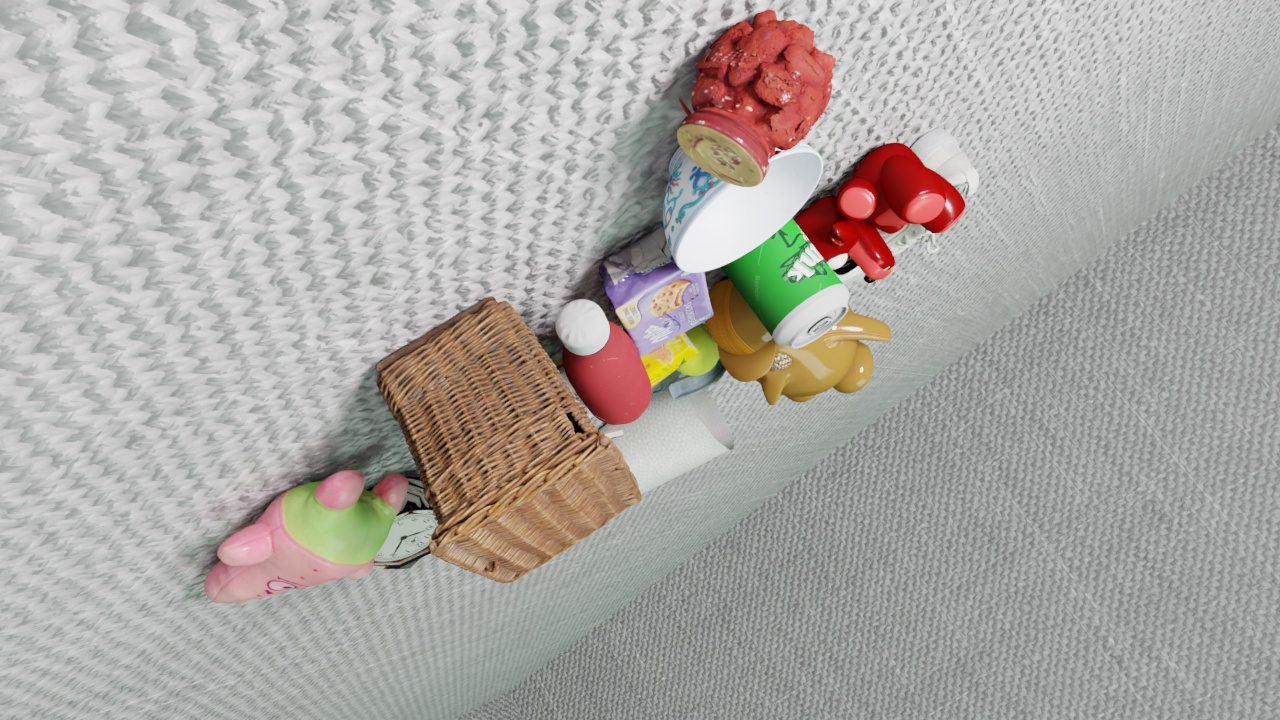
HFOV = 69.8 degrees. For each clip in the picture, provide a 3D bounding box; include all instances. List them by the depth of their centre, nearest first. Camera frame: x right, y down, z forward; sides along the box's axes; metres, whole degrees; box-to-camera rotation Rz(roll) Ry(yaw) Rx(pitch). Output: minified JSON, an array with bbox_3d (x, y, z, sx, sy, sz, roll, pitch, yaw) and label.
[{"bbox_3d":[0.100,0.003,1.160,0.166,0.028,0.127,-31,-156,-21],"label":"clip"}]

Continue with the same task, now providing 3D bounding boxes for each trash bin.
[{"bbox_3d":[0.025,0.106,1.259,0.161,0.133,0.133,-34,163,16],"label":"trash bin"}]

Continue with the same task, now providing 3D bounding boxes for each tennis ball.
[{"bbox_3d":[0.064,-0.014,1.106,0.065,0.065,0.065,-30,162,-11],"label":"tennis ball"}]

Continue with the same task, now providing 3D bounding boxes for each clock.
[{"bbox_3d":[-0.265,0.183,1.040,0.115,0.065,0.154,-36,147,6],"label":"clock"}]

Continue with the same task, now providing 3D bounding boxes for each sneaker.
[{"bbox_3d":[0.322,-0.166,1.119,0.089,0.090,0.243,-24,160,-30],"label":"sneaker"}]

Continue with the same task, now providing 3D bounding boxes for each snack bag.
[{"bbox_3d":[0.016,-0.066,0.908,0.096,0.058,0.205,-30,164,-1],"label":"snack bag"}]

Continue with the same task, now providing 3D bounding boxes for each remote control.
[{"bbox_3d":[0.222,-0.096,1.141,0.143,0.024,0.049,-14,179,9],"label":"remote control"}]

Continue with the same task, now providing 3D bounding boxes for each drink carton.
[{"bbox_3d":[-0.006,0.006,1.049,0.135,0.058,0.043,-37,160,11],"label":"drink carton"}]

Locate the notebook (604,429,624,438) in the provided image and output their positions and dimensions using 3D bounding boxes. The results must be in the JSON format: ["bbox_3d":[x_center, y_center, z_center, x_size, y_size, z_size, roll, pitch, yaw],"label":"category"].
[{"bbox_3d":[-0.136,0.117,1.111,0.142,0.008,0.208,-20,173,36],"label":"notebook"}]

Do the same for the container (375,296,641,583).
[{"bbox_3d":[-0.119,0.074,0.825,0.162,0.183,0.250,-32,161,-5],"label":"container"}]

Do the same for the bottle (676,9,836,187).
[{"bbox_3d":[0.080,-0.187,0.655,0.111,0.099,0.099,-59,164,-9],"label":"bottle"}]

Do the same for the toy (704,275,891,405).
[{"bbox_3d":[0.159,-0.029,1.052,0.203,0.162,0.199,24,153,-39],"label":"toy"}]

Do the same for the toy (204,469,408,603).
[{"bbox_3d":[-0.333,0.180,0.888,0.237,0.096,0.192,-31,155,15],"label":"toy"}]

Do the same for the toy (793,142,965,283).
[{"bbox_3d":[0.243,-0.147,1.007,0.198,0.120,0.158,-34,168,28],"label":"toy"}]

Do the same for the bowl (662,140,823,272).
[{"bbox_3d":[0.070,-0.148,0.761,0.143,0.074,0.144,-30,162,-11],"label":"bowl"}]

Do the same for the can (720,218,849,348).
[{"bbox_3d":[0.141,-0.088,0.928,0.087,0.140,0.088,-30,162,-11],"label":"can"}]

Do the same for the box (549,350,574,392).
[{"bbox_3d":[-0.133,0.048,0.985,0.209,0.033,0.064,-34,160,-4],"label":"box"}]

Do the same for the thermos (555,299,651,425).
[{"bbox_3d":[-0.037,0.002,0.873,0.073,0.073,0.240,-33,161,-3],"label":"thermos"}]
